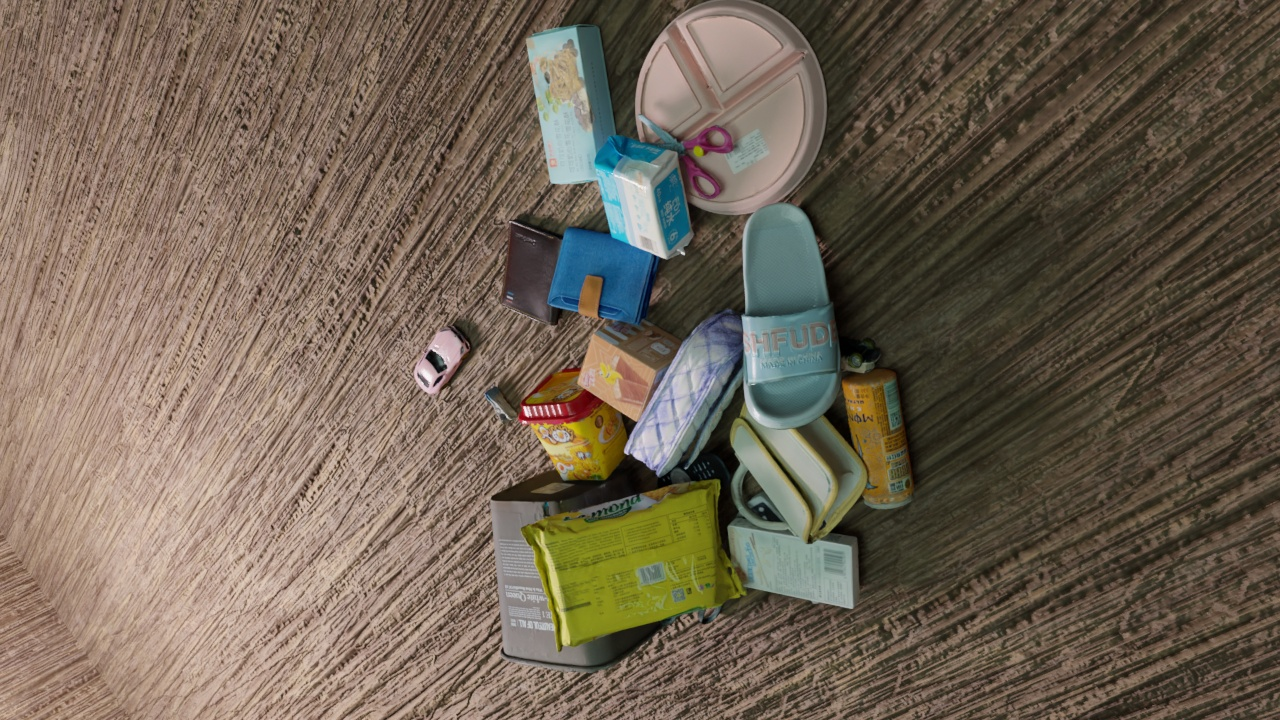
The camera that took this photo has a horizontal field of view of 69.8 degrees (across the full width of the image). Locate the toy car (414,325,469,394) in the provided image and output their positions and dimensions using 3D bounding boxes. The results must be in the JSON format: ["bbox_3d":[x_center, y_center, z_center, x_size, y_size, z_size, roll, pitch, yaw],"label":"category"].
[{"bbox_3d":[-0.295,0.001,1.345,0.056,0.037,0.123,46,125,8],"label":"toy car"}]

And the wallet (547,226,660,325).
[{"bbox_3d":[-0.046,-0.104,1.127,0.133,0.040,0.106,14,91,28],"label":"wallet"}]

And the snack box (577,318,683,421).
[{"bbox_3d":[-0.007,0.007,1.123,0.094,0.092,0.077,31,122,19],"label":"snack box"}]

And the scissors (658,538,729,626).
[{"bbox_3d":[0.081,0.282,1.189,0.014,0.159,0.173,48,169,53],"label":"scissors"}]

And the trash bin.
[{"bbox_3d":[-0.088,0.268,1.223,0.199,0.198,0.220,-5,99,34],"label":"trash bin"}]

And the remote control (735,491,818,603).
[{"bbox_3d":[0.183,0.230,1.129,0.150,0.021,0.058,46,126,9],"label":"remote control"}]

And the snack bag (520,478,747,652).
[{"bbox_3d":[-0.005,0.244,1.095,0.068,0.246,0.158,168,89,-81],"label":"snack bag"}]

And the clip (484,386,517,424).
[{"bbox_3d":[-0.200,0.064,1.315,0.029,0.024,0.057,-27,96,40],"label":"clip"}]

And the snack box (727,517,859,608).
[{"bbox_3d":[0.183,0.242,1.102,0.157,0.026,0.085,4,111,31],"label":"snack box"}]

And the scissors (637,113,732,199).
[{"bbox_3d":[0.044,-0.225,1.018,0.136,0.017,0.105,12,120,34],"label":"scissors"}]

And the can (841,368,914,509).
[{"bbox_3d":[0.260,0.084,1.000,0.058,0.058,0.146,-4,105,34],"label":"can"}]

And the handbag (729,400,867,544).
[{"bbox_3d":[0.158,0.135,1.055,0.163,0.063,0.179,54,136,34],"label":"handbag"}]

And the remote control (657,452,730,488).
[{"bbox_3d":[0.070,0.148,1.163,0.137,0.024,0.053,-33,89,51],"label":"remote control"}]

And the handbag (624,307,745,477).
[{"bbox_3d":[0.065,0.042,1.064,0.075,0.133,0.194,36,124,12],"label":"handbag"}]

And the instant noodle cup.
[{"bbox_3d":[-0.078,0.085,1.196,0.116,0.115,0.124,-5,116,34],"label":"instant noodle cup"}]

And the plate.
[{"bbox_3d":[0.089,-0.270,0.996,0.230,0.028,0.230,12,114,28],"label":"plate"}]

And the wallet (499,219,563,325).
[{"bbox_3d":[-0.140,-0.116,1.211,0.096,0.020,0.122,22,116,25],"label":"wallet"}]

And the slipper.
[{"bbox_3d":[0.154,-0.051,0.958,0.104,0.074,0.245,-5,80,6],"label":"slipper"}]

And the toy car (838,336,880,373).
[{"bbox_3d":[0.217,-0.007,1.005,0.090,0.042,0.035,14,126,30],"label":"toy car"}]

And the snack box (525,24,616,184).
[{"bbox_3d":[-0.078,-0.299,1.078,0.074,0.051,0.175,1,108,32],"label":"snack box"}]

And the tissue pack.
[{"bbox_3d":[0.006,-0.184,1.036,0.090,0.063,0.140,27,149,33],"label":"tissue pack"}]
